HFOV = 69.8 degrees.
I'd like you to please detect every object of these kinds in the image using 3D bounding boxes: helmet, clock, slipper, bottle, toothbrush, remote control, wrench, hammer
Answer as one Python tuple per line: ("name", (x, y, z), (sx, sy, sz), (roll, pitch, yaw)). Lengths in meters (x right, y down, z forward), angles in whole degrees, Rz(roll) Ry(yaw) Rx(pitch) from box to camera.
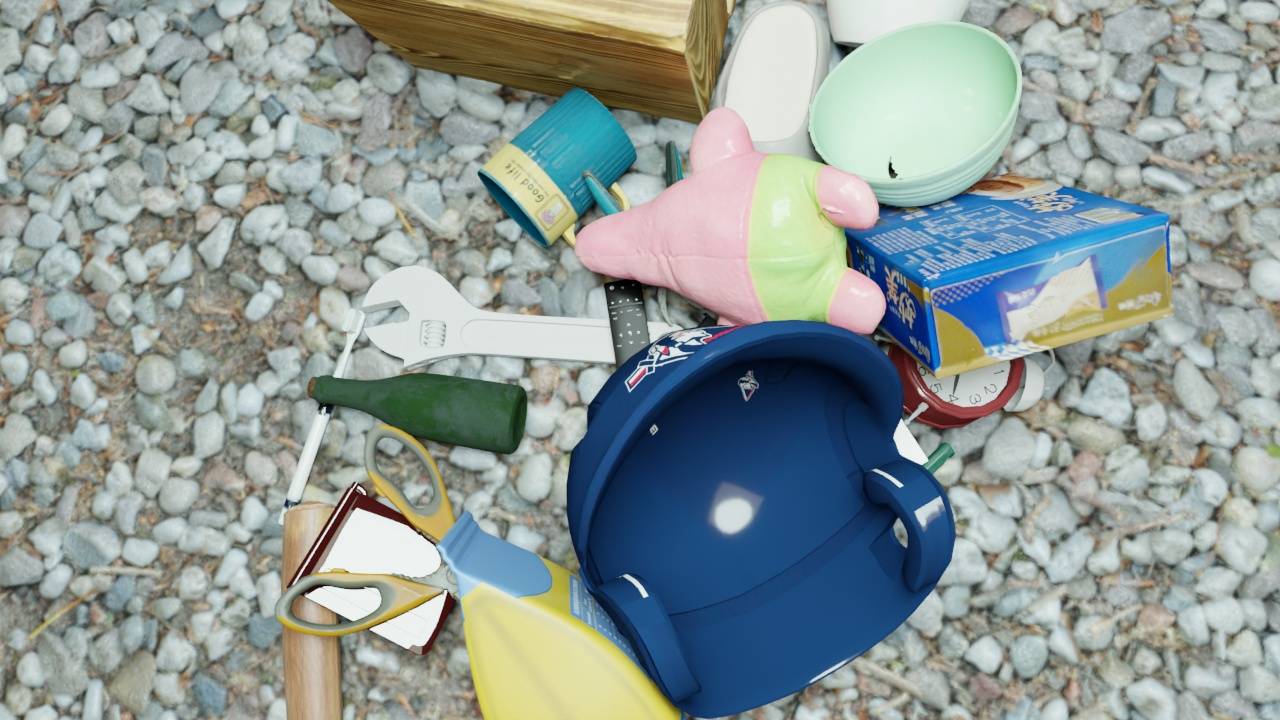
("helmet", (0.059, 0.073, 0.603), (0.232, 0.273, 0.223), (-20, 52, -14))
("clock", (0.251, 0.000, 0.706), (0.137, 0.048, 0.096), (-15, 77, -6))
("slipper", (0.097, -0.181, 0.733), (0.113, 0.080, 0.265), (6, 78, 21))
("bottle", (-0.180, 0.035, 0.732), (0.174, 0.055, 0.055), (9, 79, 6))
("toothbrush", (0.173, 0.134, 0.705), (0.189, 0.016, 0.017), (-43, 76, -5))
("remote control", (-0.004, 0.004, 0.736), (0.030, 0.009, 0.140), (-9, 86, 1))
("wrench", (-0.095, -0.031, 0.760), (0.273, 0.018, 0.086), (3, 79, 3))
("hammer", (-0.242, 0.257, 0.700), (0.158, 0.037, 0.300), (-8, 78, 3))
("toothbrush", (-0.264, 0.045, 0.756), (0.012, 0.017, 0.186), (12, 79, 21))

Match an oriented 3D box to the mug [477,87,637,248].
("mug", (-0.057, -0.147, 0.756), (0.107, 0.083, 0.113), (-45, 107, -9))

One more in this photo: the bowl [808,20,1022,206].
("bowl", (0.210, -0.173, 0.691), (0.151, 0.077, 0.150), (-14, 56, 21))

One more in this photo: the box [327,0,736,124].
("box", (-0.050, -0.379, 0.717), (0.279, 0.284, 0.323), (12, 92, 7))

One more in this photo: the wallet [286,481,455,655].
("wallet", (-0.194, 0.160, 0.703), (0.115, 0.018, 0.091), (30, 70, -7))

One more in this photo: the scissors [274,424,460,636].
("scissors", (-0.165, 0.162, 0.693), (0.216, 0.016, 0.225), (-38, 88, -20))

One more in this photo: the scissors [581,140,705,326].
("scissors", (0.006, -0.107, 0.736), (0.124, 0.019, 0.154), (10, 84, -27))

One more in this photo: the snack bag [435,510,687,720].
("snack bag", (-0.065, 0.193, 0.620), (0.102, 0.159, 0.205), (-37, 92, -4))

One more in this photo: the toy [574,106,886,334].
("toy", (0.059, -0.083, 0.663), (0.237, 0.096, 0.192), (4, 113, 27))

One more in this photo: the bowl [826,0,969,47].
("bowl", (0.206, -0.287, 0.745), (0.116, 0.116, 0.066), (11, 107, 6))

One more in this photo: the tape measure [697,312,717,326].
("tape measure", (0.053, 0.005, 0.726), (0.061, 0.034, 0.061), (43, 82, -5))

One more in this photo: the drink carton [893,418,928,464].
("drink carton", (0.166, 0.043, 0.702), (0.040, 0.058, 0.122), (-30, 78, -3))

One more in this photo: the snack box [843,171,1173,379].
("snack box", (0.239, -0.069, 0.646), (0.155, 0.202, 0.069), (-16, 109, 0))
